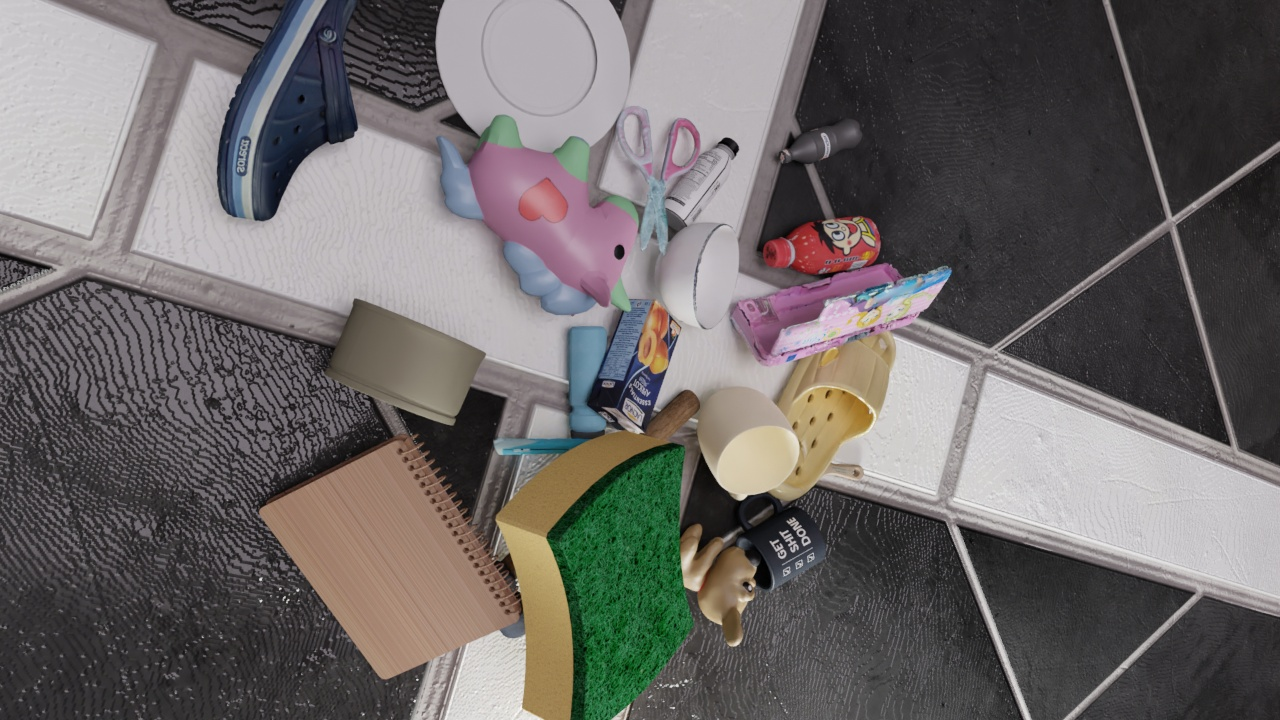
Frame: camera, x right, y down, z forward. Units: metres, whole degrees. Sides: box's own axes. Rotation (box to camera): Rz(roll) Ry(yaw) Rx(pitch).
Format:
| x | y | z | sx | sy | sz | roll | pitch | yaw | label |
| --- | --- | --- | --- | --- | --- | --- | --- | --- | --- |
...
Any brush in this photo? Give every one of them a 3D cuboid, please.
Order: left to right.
| x | y | z | sx | sy | sz | roll | pitch | yaw | label |
| --- | --- | --- | --- | --- | --- | --- | --- | --- | --- |
| -0.035 | 0.210 | 0.895 | 0.194 | 0.075 | 0.250 | -30 | 124 | -48 | brush |
| 0.211 | 0.128 | 1.113 | 0.151 | 0.012 | 0.039 | 10 | 88 | -27 | brush |

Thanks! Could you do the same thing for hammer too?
| x | y | z | sx | sy | sz | roll | pitch | yaw | label |
| --- | --- | --- | --- | --- | --- | --- | --- | --- | --- |
| -0.051 | 0.138 | 0.965 | 0.321 | 0.040 | 0.129 | -41 | 129 | -23 | hammer |

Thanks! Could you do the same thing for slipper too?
| x | y | z | sx | sy | sz | roll | pitch | yaw | label |
| --- | --- | --- | --- | --- | --- | --- | --- | --- | --- |
| -0.287 | -0.235 | 0.798 | 0.095 | 0.105 | 0.252 | 22 | 82 | -18 | slipper |
| 0.227 | 0.048 | 1.072 | 0.111 | 0.079 | 0.261 | 40 | 73 | -15 | slipper |

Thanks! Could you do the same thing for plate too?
| x | y | z | sx | sy | sz | roll | pitch | yaw | label |
| --- | --- | --- | --- | --- | --- | --- | --- | --- | --- |
| -0.103 | -0.310 | 0.931 | 0.208 | 0.015 | 0.208 | -2 | 94 | -25 | plate |

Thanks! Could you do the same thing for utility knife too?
| x | y | z | sx | sy | sz | roll | pitch | yaw | label |
| --- | --- | --- | --- | --- | --- | --- | --- | --- | --- |
| -0.088 | 0.087 | 0.942 | 0.124 | 0.015 | 0.022 | 0 | 135 | -3 | utility knife |

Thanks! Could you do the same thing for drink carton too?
| x | y | z | sx | sy | sz | roll | pitch | yaw | label |
| --- | --- | --- | --- | --- | --- | --- | --- | --- | --- |
| -0.006 | 0.006 | 0.959 | 0.064 | 0.040 | 0.129 | 43 | 59 | -46 | drink carton |

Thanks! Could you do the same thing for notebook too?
| x | y | z | sx | sy | sz | roll | pitch | yaw | label |
| --- | --- | --- | --- | --- | --- | --- | --- | --- | --- |
| -0.226 | 0.185 | 0.856 | 0.169 | 0.022 | 0.210 | -26 | 107 | 11 | notebook |

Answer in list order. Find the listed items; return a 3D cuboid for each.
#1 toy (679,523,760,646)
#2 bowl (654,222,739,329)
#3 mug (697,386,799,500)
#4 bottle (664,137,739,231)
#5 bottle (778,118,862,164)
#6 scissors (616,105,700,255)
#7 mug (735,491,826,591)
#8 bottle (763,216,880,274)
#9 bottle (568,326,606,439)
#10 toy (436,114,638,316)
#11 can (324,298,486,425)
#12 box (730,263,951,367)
| x | y | z | sx | sy | sz | roll | pitch | yaw | label |
| --- | --- | --- | --- | --- | --- | --- | --- | --- | --- |
| 0.081 | 0.242 | 1.020 | 0.108 | 0.134 | 0.106 | 37 | 100 | 4 | toy |
| 0.056 | -0.094 | 0.983 | 0.113 | 0.063 | 0.113 | -36 | 133 | -52 | bowl |
| 0.110 | 0.090 | 1.016 | 0.096 | 0.099 | 0.120 | 1 | 122 | -19 | mug |
| 0.068 | -0.196 | 1.007 | 0.041 | 0.041 | 0.116 | 42 | 76 | -22 | bottle |
| 0.209 | -0.253 | 1.072 | 0.109 | 0.036 | 0.036 | -24 | 103 | -22 | bottle |
| 0.003 | -0.191 | 0.963 | 0.105 | 0.016 | 0.178 | 20 | 69 | -14 | scissors |
| 0.154 | 0.203 | 1.066 | 0.077 | 0.071 | 0.105 | -24 | 76 | -23 | mug |
| 0.207 | -0.131 | 1.067 | 0.137 | 0.062 | 0.062 | -11 | 98 | -26 | bottle |
| -0.055 | 0.029 | 0.963 | 0.040 | 0.040 | 0.130 | -2 | 95 | -26 | bottle |
| -0.100 | -0.136 | 0.899 | 0.222 | 0.120 | 0.171 | 13 | 84 | -20 | toy |
| -0.214 | 0.002 | 0.838 | 0.127 | 0.128 | 0.073 | 25 | 84 | -25 | can |
| 0.228 | -0.076 | 1.042 | 0.230 | 0.106 | 0.086 | -16 | 58 | -23 | box |
